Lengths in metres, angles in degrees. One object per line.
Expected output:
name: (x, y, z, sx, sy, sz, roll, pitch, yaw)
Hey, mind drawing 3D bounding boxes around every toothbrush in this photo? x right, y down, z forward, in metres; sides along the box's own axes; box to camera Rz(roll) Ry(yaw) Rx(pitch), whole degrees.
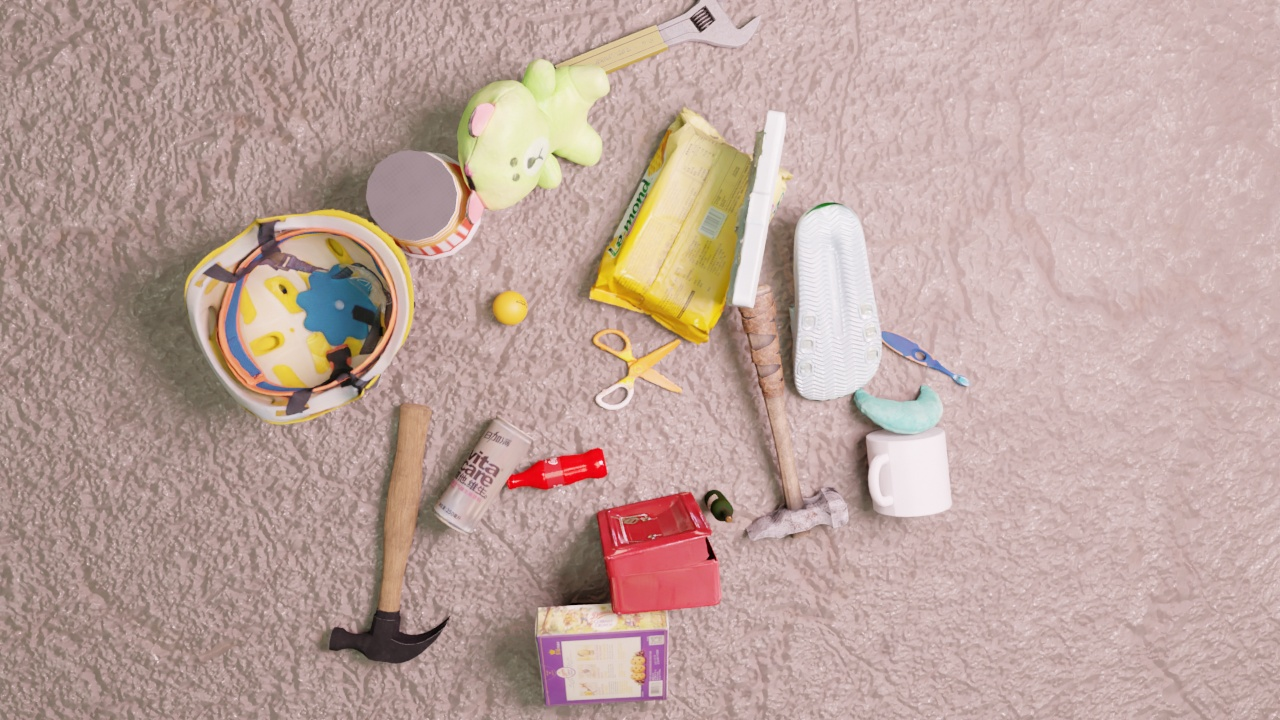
toothbrush: (0.351, -0.002, 1.129, 0.135, 0.017, 0.021, 29, 90, -7)

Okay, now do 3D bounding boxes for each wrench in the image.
wrench: (0.008, -0.365, 1.068, 0.273, 0.018, 0.083, -24, 96, -2)

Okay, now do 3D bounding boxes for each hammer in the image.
hammer: (0.160, 0.067, 1.079, 0.121, 0.049, 0.319, -13, 106, 1)
hammer: (-0.281, 0.204, 1.086, 0.132, 0.040, 0.305, 9, 94, -2)

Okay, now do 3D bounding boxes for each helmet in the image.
helmet: (-0.350, -0.056, 1.003, 0.240, 0.139, 0.209, -29, 97, 0)

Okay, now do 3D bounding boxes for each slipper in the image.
slipper: (0.225, -0.068, 1.080, 0.104, 0.074, 0.246, -6, 112, 4)

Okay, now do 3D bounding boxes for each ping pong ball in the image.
ping pong ball: (-0.152, -0.061, 1.070, 0.040, 0.040, 0.040, 0, 95, -5)

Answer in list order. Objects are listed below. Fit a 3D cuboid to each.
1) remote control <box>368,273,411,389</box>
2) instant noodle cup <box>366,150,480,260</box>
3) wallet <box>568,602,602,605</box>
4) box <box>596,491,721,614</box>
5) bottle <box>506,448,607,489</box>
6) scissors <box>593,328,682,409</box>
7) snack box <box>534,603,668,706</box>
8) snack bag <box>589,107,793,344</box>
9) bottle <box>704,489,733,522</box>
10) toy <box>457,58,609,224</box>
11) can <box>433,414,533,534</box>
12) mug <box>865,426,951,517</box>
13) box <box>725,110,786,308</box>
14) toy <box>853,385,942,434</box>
remote control: (-0.310, -0.041, 1.074, 0.045, 0.008, 0.146, 17, 93, -6)
instant noodle cup: (-0.243, -0.176, 1.012, 0.123, 0.121, 0.123, 0, 95, -5)
wallet: (-0.049, 0.349, 1.120, 0.089, 0.026, 0.115, 4, 96, -4)
box: (0.019, 0.222, 1.052, 0.129, 0.157, 0.092, -7, 101, -3)
bottle: (-0.100, 0.133, 1.093, 0.119, 0.036, 0.036, -12, 96, -3)
scissors: (-0.008, 0.014, 1.103, 0.125, 0.011, 0.128, 28, 94, -5)
snack box: (-0.042, 0.338, 1.050, 0.148, 0.040, 0.144, -2, 129, -2)
snack bag: (0.061, -0.150, 1.066, 0.159, 0.068, 0.247, 26, 92, -9)
bottle: (0.095, 0.174, 1.078, 0.025, 0.106, 0.025, 0, 95, -5)
toy: (-0.128, -0.250, 1.002, 0.196, 0.107, 0.150, -26, 139, -34)
can: (-0.183, 0.133, 1.068, 0.054, 0.054, 0.135, 34, 83, -7)
mug: (0.310, 0.134, 1.091, 0.121, 0.091, 0.090, -12, 97, -41)
box: (0.121, -0.153, 0.969, 0.041, 0.134, 0.197, 11, 93, 4)
toy: (0.316, 0.059, 1.103, 0.105, 0.085, 0.033, -3, 124, -7)
